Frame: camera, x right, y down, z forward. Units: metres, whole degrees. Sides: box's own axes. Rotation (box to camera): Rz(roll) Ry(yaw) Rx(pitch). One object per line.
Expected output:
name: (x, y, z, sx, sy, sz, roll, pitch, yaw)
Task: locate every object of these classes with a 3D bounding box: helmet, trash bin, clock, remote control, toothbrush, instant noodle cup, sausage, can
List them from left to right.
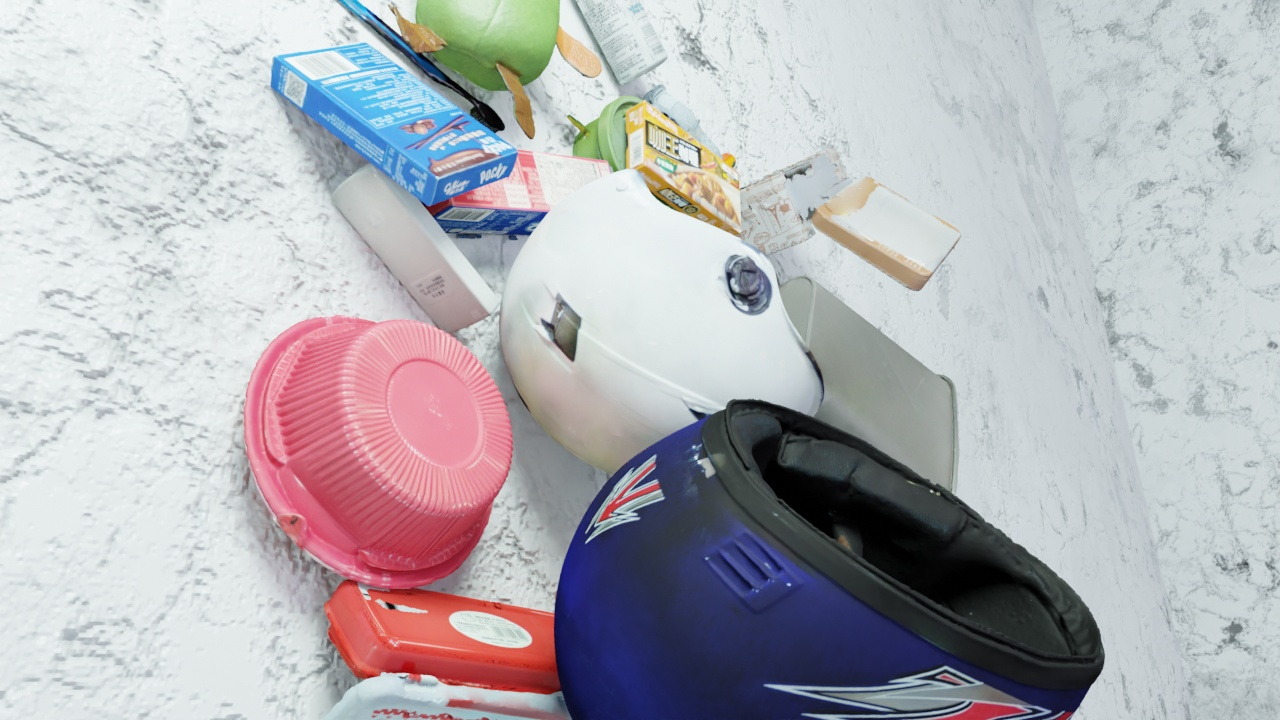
instant noodle cup: (-0.150, 0.044, 0.593, 0.193, 0.066, 0.193, 35, 39, -35)
toothbrush: (-0.183, -0.245, 0.742, 0.189, 0.016, 0.014, 36, 59, -34)
remote control: (-0.161, -0.080, 0.662, 0.135, 0.056, 0.019, 53, 41, -22)
can: (-0.030, -0.361, 0.940, 0.147, 0.058, 0.058, 60, 39, -14)
helmet: (-0.004, 0.004, 0.689, 0.258, 0.230, 0.145, 44, 57, -1)
clock: (-0.005, -0.177, 0.896, 0.115, 0.056, 0.161, -38, 105, -50)
sausage: (0.074, -0.202, 1.032, 0.021, 0.022, 0.164, 59, 39, -16)
helmet: (0.096, 0.182, 0.580, 0.315, 0.241, 0.247, 26, 22, -16)
trash bin: (0.175, 0.054, 0.927, 0.219, 0.199, 0.198, 38, 46, -26)

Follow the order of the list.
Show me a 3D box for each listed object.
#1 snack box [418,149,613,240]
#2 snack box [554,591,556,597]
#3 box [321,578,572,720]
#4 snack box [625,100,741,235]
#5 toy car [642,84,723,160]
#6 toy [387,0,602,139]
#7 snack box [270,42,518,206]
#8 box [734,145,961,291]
snack box: (-0.101, -0.137, 0.761, 0.207, 0.057, 0.058, -8, 79, -52)
snack box: (-0.021, 0.243, 0.685, 0.025, 0.075, 0.152, 7, 70, -50)
box: (-0.121, 0.218, 0.595, 0.201, 0.095, 0.101, 26, 96, -44)
snack box: (0.044, -0.181, 0.889, 0.153, 0.026, 0.075, 25, 56, -44)
toy car: (0.047, -0.244, 0.994, 0.120, 0.037, 0.054, 47, 42, -13)
toy: (-0.127, -0.301, 0.771, 0.227, 0.090, 0.246, 30, 49, -28)
snack box: (-0.171, -0.169, 0.641, 0.157, 0.026, 0.084, 37, 39, 14)
box: (0.202, -0.156, 0.998, 0.178, 0.273, 0.131, -36, 131, -52)
